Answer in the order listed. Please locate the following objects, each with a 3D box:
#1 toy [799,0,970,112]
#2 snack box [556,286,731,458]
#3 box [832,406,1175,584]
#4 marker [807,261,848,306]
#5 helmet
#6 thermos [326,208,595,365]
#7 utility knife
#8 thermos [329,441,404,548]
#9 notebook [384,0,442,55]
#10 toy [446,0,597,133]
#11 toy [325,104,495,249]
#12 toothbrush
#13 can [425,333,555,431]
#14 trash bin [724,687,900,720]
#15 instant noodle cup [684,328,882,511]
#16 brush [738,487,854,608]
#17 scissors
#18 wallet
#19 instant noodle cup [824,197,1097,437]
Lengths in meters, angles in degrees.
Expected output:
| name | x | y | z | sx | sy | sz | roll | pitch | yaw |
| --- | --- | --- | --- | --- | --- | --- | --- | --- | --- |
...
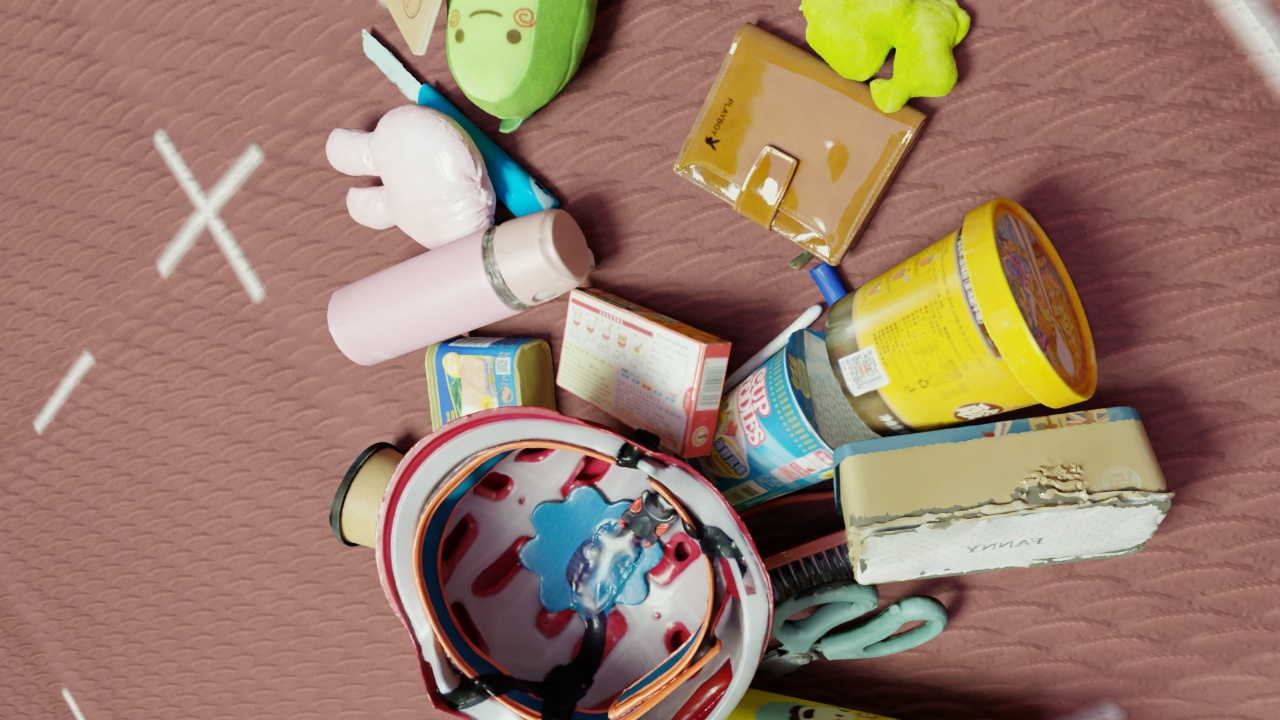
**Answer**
| name | x | y | z | sx | sy | sz | roll | pitch | yaw |
| --- | --- | --- | --- | --- | --- | --- | --- | --- | --- |
| toy | 0.140 | -0.195 | 0.539 | 0.100 | 0.031 | 0.096 | 13 | 91 | 15 |
| snack box | -0.004 | 0.004 | 0.631 | 0.156 | 0.027 | 0.077 | 26 | 112 | 49 |
| box | 0.193 | 0.080 | 0.522 | 0.184 | 0.060 | 0.090 | -6 | 145 | 7 |
| marker | 0.152 | 0.001 | 0.597 | 0.017 | 0.016 | 0.146 | -30 | 89 | 30 |
| helmet | -0.038 | 0.134 | 0.587 | 0.240 | 0.144 | 0.207 | 40 | 95 | 8 |
| thermos | -0.129 | -0.053 | 0.680 | 0.199 | 0.087 | 0.067 | -18 | 79 | 23 |
| utility knife | -0.144 | -0.180 | 0.701 | 0.218 | 0.018 | 0.034 | 45 | 132 | 10 |
| thermos | -0.187 | 0.129 | 0.772 | 0.143 | 0.092 | 0.093 | 18 | 111 | 13 |
| notebook | -0.163 | -0.329 | 0.619 | 0.207 | 0.008 | 0.148 | 60 | 135 | 28 |
| toy | -0.079 | -0.276 | 0.602 | 0.227 | 0.089 | 0.247 | 13 | 105 | 34 |
| toy | -0.175 | -0.137 | 0.701 | 0.160 | 0.054 | 0.121 | 13 | 131 | 31 |
| toothbrush | 0.064 | 0.021 | 0.649 | 0.016 | 0.016 | 0.181 | 46 | 120 | 1 |
| can | -0.115 | 0.031 | 0.722 | 0.083 | 0.057 | 0.102 | 3 | 104 | 25 |
| trash bin | 0.114 | 0.328 | 0.596 | 0.256 | 0.229 | 0.230 | 6 | 106 | 32 |
| instant noodle cup | 0.089 | 0.048 | 0.603 | 0.110 | 0.099 | 0.099 | -36 | 85 | 37 |
| brush | 0.118 | 0.120 | 0.622 | 0.146 | 0.063 | 0.069 | -28 | 79 | 29 |
| scissors | 0.115 | 0.188 | 0.631 | 0.143 | 0.019 | 0.181 | 26 | 137 | -28 |
| wallet | 0.095 | -0.131 | 0.586 | 0.131 | 0.035 | 0.119 | 33 | 110 | 16 |
| instant noodle cup | 0.179 | -0.015 | 0.527 | 0.115 | 0.118 | 0.118 | -26 | 90 | 37 |
